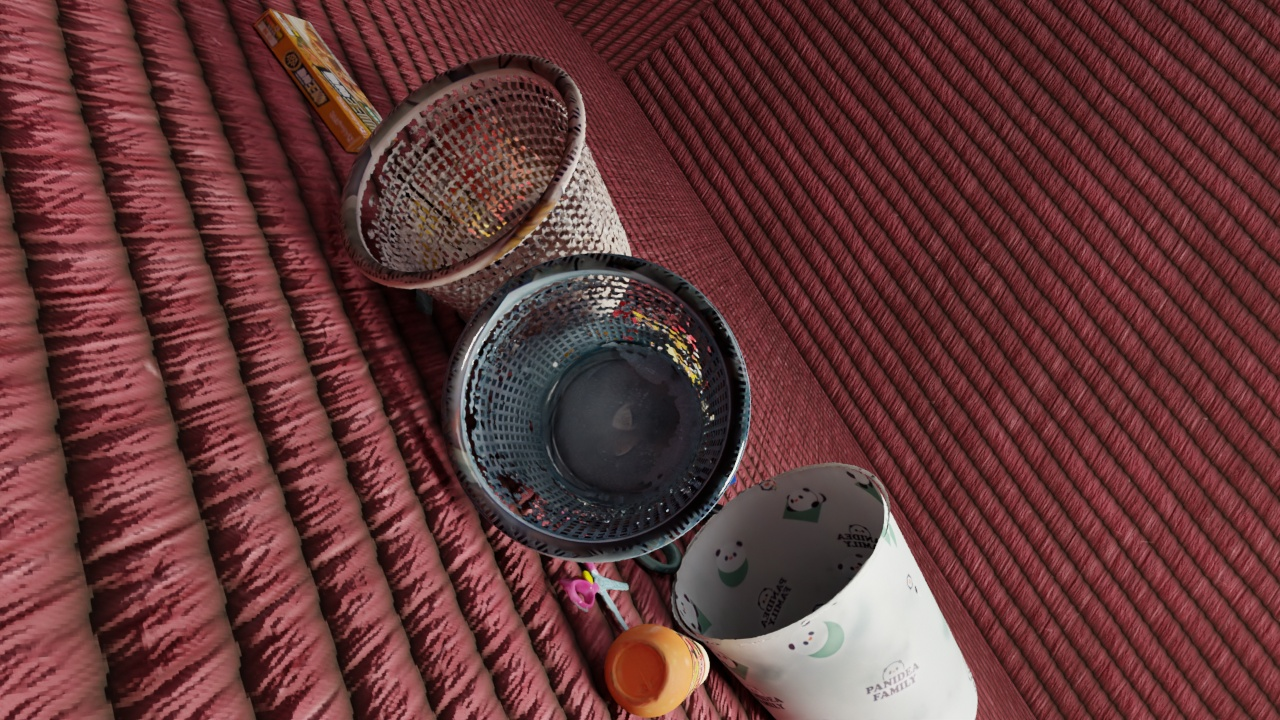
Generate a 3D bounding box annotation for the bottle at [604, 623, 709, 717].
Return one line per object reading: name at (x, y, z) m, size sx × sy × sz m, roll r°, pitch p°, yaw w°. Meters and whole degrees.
bottle at (0.022, 0.244, 0.731) m, size 0.066 × 0.067 × 0.149 m, roll 61°, pitch 9°, yaw 23°

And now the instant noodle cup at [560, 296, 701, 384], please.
instant noodle cup at (-0.006, 0.006, 1.012) m, size 0.123 × 0.116 × 0.116 m, roll 15°, pitch 37°, yaw -38°

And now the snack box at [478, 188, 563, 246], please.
snack box at (-0.130, -0.147, 1.058) m, size 0.077 × 0.094 × 0.092 m, roll 42°, pitch 20°, yaw -38°

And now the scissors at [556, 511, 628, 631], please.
scissors at (-0.039, 0.180, 0.766) m, size 0.136 × 0.017 × 0.133 m, roll 59°, pitch 11°, yaw 24°

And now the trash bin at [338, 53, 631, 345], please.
trash bin at (-0.111, -0.116, 0.799) m, size 0.192 × 0.228 × 0.227 m, roll 48°, pitch 14°, yaw -54°

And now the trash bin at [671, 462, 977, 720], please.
trash bin at (0.192, 0.269, 0.906) m, size 0.252 × 0.230 × 0.229 m, roll 55°, pitch 14°, yaw -21°

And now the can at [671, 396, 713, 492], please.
can at (0.044, 0.098, 1.014) m, size 0.075 × 0.111 × 0.075 m, roll 49°, pitch 16°, yaw -19°

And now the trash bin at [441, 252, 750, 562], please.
trash bin at (-0.027, 0.046, 0.755) m, size 0.226 × 0.226 × 0.195 m, roll 57°, pitch -1°, yaw 10°

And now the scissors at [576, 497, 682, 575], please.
scissors at (-0.006, 0.132, 0.924) m, size 0.170 × 0.019 × 0.174 m, roll 54°, pitch 27°, yaw -6°

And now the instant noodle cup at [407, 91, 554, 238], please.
instant noodle cup at (-0.174, -0.203, 0.976) m, size 0.138 × 0.108 × 0.138 m, roll 41°, pitch 6°, yaw -5°

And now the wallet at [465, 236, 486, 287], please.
wallet at (-0.140, -0.070, 0.984) m, size 0.124 × 0.032 × 0.101 m, roll 46°, pitch 14°, yaw -31°

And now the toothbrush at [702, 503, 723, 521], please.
toothbrush at (0.120, 0.203, 1.179) m, size 0.026 × 0.027 × 0.212 m, roll 28°, pitch -1°, yaw 33°

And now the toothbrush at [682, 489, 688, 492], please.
toothbrush at (-0.005, 0.073, 1.083) m, size 0.221 × 0.027 × 0.026 m, roll 57°, pitch 19°, yaw 8°

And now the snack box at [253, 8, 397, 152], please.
snack box at (-0.312, -0.275, 0.915) m, size 0.153 × 0.026 × 0.075 m, roll 54°, pitch 15°, yaw -2°

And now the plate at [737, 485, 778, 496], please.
plate at (0.200, 0.238, 1.074) m, size 0.230 × 0.231 × 0.027 m, roll 51°, pitch 58°, yaw -13°

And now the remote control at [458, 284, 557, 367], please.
remote control at (-0.124, -0.012, 0.916) m, size 0.150 × 0.021 × 0.058 m, roll 48°, pitch 18°, yaw -24°

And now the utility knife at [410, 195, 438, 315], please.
utility knife at (-0.207, -0.102, 0.872) m, size 0.033 × 0.015 × 0.230 m, roll 38°, pitch 20°, yaw -30°

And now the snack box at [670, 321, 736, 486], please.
snack box at (0.056, 0.059, 1.103) m, size 0.058 × 0.057 × 0.207 m, roll -15°, pitch 90°, yaw -57°
